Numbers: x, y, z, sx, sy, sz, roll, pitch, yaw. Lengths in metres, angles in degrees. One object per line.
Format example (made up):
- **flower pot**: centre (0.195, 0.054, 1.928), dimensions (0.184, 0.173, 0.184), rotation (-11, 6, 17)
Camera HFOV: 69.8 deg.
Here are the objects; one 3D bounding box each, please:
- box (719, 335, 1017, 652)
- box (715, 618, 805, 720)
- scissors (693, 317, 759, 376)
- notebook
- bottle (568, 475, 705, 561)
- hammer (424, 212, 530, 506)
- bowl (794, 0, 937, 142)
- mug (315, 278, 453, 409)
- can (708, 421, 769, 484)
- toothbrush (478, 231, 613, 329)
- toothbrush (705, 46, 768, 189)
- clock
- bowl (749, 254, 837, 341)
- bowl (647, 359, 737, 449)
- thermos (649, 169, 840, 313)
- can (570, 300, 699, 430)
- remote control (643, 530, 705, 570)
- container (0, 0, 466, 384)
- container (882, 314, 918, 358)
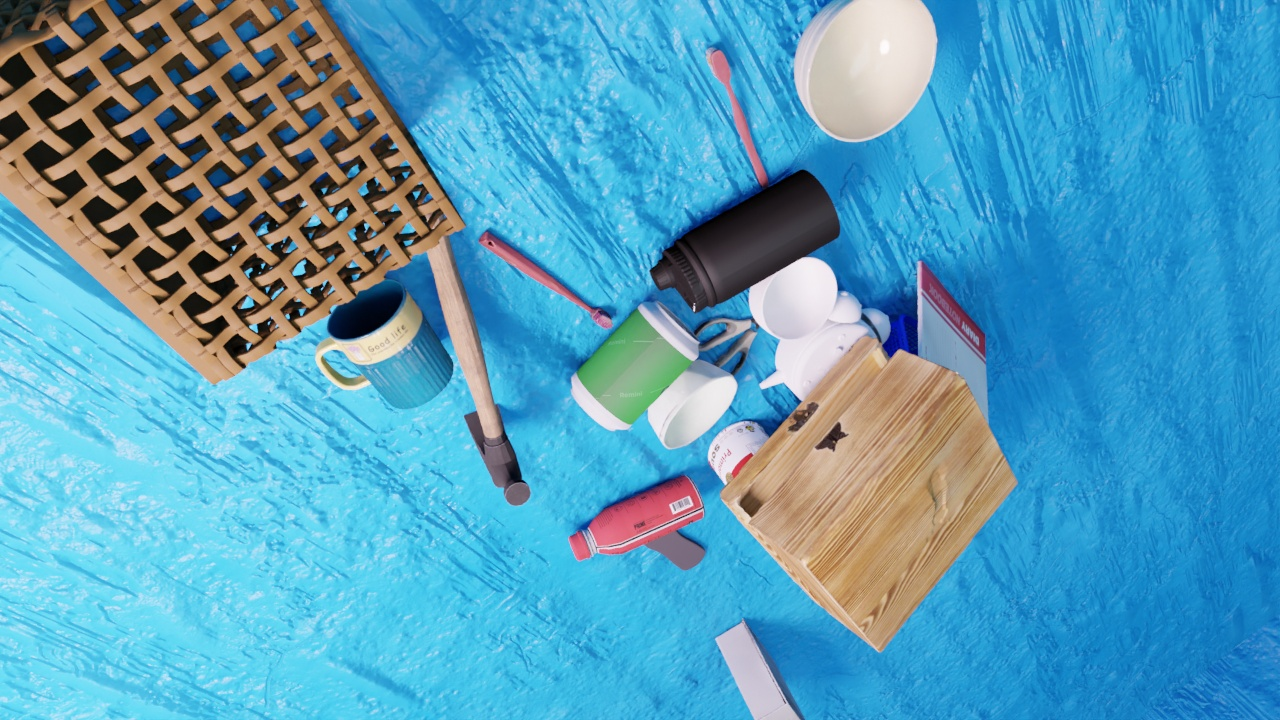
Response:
- **box**: centre (0.282, 0.160, 1.098), dimensions (0.279, 0.168, 0.245), rotation (-48, 124, -10)
- **box**: centre (0.195, 0.631, 1.346), dimensions (0.119, 0.477, 0.166), rotation (-17, 133, 18)
- **scissors**: centre (0.130, -0.042, 1.116), dimensions (0.154, 0.012, 0.163), rotation (12, 115, -33)
- **notebook**: centre (0.413, -0.018, 1.210), dimensions (0.012, 0.152, 0.208), rotation (-14, 145, 38)
- **bottle**: centre (-0.007, 0.209, 1.190), dimensions (0.176, 0.062, 0.062), rotation (-22, 129, -12)
- **hammer**: centre (-0.174, -0.009, 0.933), dimensions (0.040, 0.132, 0.306), rotation (-19, 117, -15)
- **bowl**: centre (0.216, -0.307, 0.933), dimensions (0.150, 0.075, 0.151), rotation (-13, 127, -18)
- **mug**: centre (-0.256, -0.009, 0.901), dimensions (0.113, 0.083, 0.107), rotation (-23, 134, 4)
- **can**: centre (0.151, 0.146, 1.191), dimensions (0.086, 0.116, 0.087), rotation (-14, 127, -19)
- **toothbrush**: centre (-0.095, -0.081, 0.970), dimensions (0.016, 0.016, 0.189), rotation (-48, 130, 11)
- **toothbrush**: centre (0.105, -0.248, 0.961), dimensions (0.015, 0.015, 0.184), rotation (-34, 134, -2)
- **clock**: centre (0.242, -0.003, 1.161), dimensions (0.125, 0.073, 0.161), rotation (22, 110, -37)
- **bowl**: centre (0.174, -0.079, 1.081), dimensions (0.104, 0.054, 0.105), rotation (-10, 116, -22)
- **bowl**: centre (0.052, 0.044, 1.095), dimensions (0.117, 0.061, 0.118), rotation (-34, 152, -21)
- **thermos**: centre (0.109, -0.123, 1.000), dimensions (0.198, 0.086, 0.086), rotation (-30, 131, -6)
- **can**: centre (-0.006, 0.006, 1.031), dimensions (0.140, 0.087, 0.087), rotation (-46, 130, 8)
- **remote control**: centre (0.048, 0.261, 1.289), dimensions (0.046, 0.009, 0.124), rotation (-43, 131, 6)
- **container**: centre (-0.304, -0.172, 0.664), dimensions (0.214, 0.219, 0.252), rotation (-33, 131, -3)
- **container**: centre (0.356, 0.003, 1.209), dimensions (0.114, 0.096, 0.058), rotation (26, 139, -36)
